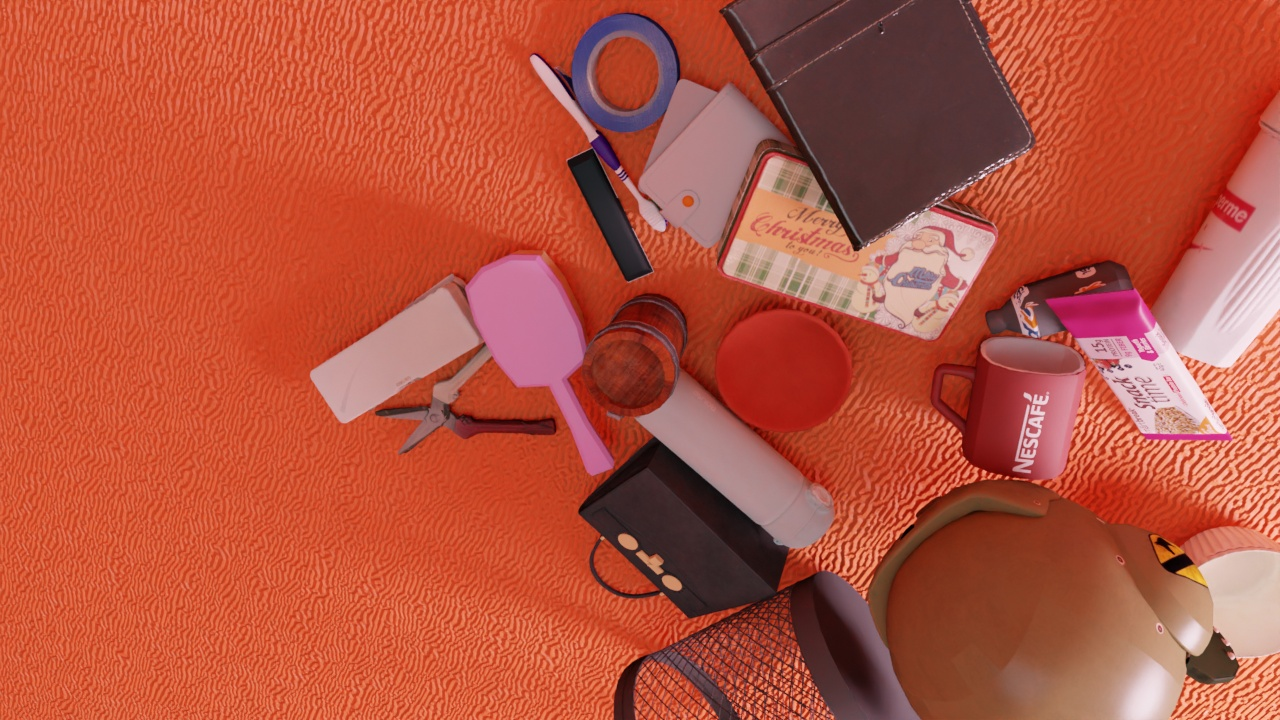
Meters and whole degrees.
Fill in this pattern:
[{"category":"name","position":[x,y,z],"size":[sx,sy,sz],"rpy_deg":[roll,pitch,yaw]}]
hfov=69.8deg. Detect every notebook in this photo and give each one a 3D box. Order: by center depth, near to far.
[{"category":"notebook","position":[0.182,-0.213,0.687],"size":[0.169,0.029,0.209],"rpy_deg":[-31,99,-1]}]

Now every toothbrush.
[{"category":"toothbrush","position":[-0.035,-0.188,0.795],"size":[0.015,0.016,0.186],"rpy_deg":[-33,101,24]}]

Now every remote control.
[{"category":"remote control","position":[-0.027,-0.128,0.823],"size":[0.028,0.011,0.124],"rpy_deg":[-20,108,21]}]

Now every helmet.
[{"category":"helmet","position":[0.312,0.209,0.750],"size":[0.233,0.255,0.251],"rpy_deg":[33,116,-7]}]

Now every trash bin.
[{"category":"trash bin","position":[0.131,0.343,0.895],"size":[0.228,0.217,0.218],"rpy_deg":[-37,102,21]}]

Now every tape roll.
[{"category":"tape roll","position":[-0.012,-0.239,0.765],"size":[0.093,0.016,0.091],"rpy_deg":[-36,102,25]}]

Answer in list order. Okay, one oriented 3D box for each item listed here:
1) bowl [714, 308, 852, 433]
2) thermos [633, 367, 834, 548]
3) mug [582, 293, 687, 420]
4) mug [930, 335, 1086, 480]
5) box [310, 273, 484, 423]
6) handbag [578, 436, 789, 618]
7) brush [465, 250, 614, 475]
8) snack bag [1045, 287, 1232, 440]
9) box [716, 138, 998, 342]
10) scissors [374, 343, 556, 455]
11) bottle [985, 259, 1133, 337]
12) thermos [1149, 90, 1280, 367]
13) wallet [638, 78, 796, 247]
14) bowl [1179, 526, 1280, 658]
[{"category":"bowl","position":[0.130,0.004,0.833],"size":[0.122,0.035,0.122],"rpy_deg":[5,115,11]},{"category":"thermos","position":[0.092,0.096,0.867],"size":[0.207,0.065,0.078],"rpy_deg":[41,129,-7]},{"category":"mug","position":[-0.005,0.005,0.823],"size":[0.081,0.110,0.118],"rpy_deg":[21,117,3]},{"category":"mug","position":[0.308,0.037,0.783],"size":[0.116,0.080,0.097],"rpy_deg":[8,116,17]},{"category":"box","position":[-0.240,-0.009,0.908],"size":[0.199,0.067,0.083],"rpy_deg":[-30,124,25]},{"category":"handbag","position":[0.017,0.191,0.942],"size":[0.176,0.072,0.196],"rpy_deg":[45,126,-9]},{"category":"brush","position":[-0.082,0.004,0.871],"size":[0.089,0.043,0.229],"rpy_deg":[-22,108,11]},{"category":"snack bag","position":[0.401,0.010,0.736],"size":[0.196,0.016,0.070],"rpy_deg":[42,154,-28]},{"category":"box","position":[0.173,-0.095,0.752],"size":[0.205,0.050,0.118],"rpy_deg":[19,116,-7]},{"category":"scissors","position":[-0.176,0.041,0.933],"size":[0.198,0.015,0.180],"rpy_deg":[17,117,5]},{"category":"bottle","position":[0.342,-0.047,0.754],"size":[0.113,0.046,0.047],"rpy_deg":[-18,109,20]},{"category":"thermos","position":[0.467,-0.102,0.675],"size":[0.099,0.099,0.221],"rpy_deg":[20,121,3]},{"category":"wallet","position":[0.053,-0.170,0.770],"size":[0.115,0.037,0.119],"rpy_deg":[42,114,-10]},{"category":"bowl","position":[0.527,0.198,0.814],"size":[0.115,0.062,0.115],"rpy_deg":[5,115,11]}]
